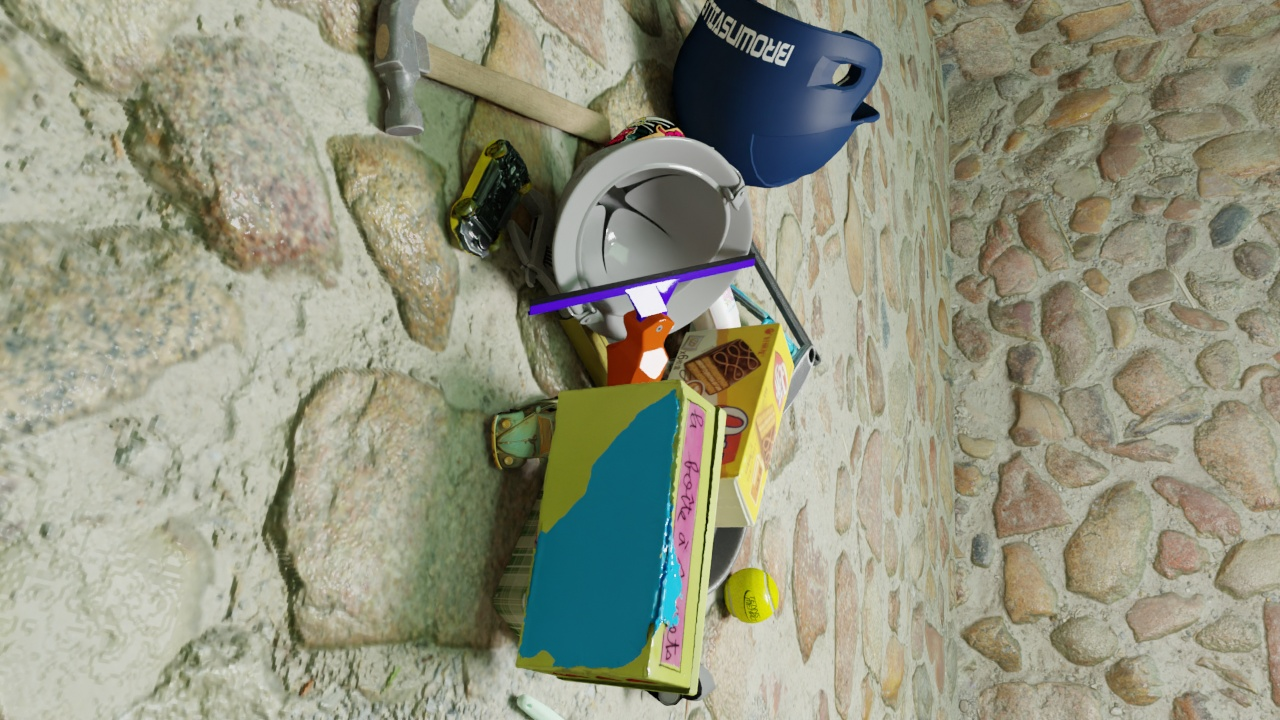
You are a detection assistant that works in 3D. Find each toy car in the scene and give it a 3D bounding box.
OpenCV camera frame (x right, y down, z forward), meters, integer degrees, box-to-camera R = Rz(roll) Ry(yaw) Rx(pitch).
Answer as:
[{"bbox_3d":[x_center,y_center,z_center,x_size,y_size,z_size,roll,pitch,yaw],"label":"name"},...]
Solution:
[{"bbox_3d":[-0.121,-0.130,0.733,0.049,0.030,0.106,55,47,-45],"label":"toy car"},{"bbox_3d":[-0.078,0.058,0.763,0.111,0.047,0.047,-17,104,-62],"label":"toy car"}]

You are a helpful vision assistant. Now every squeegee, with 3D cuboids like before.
[{"bbox_3d":[-0.005,0.005,0.831,0.249,0.055,0.185,-16,140,-37],"label":"squeegee"}]

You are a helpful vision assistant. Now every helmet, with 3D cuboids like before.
[{"bbox_3d":[0.162,-0.319,1.101,0.271,0.232,0.224,-16,139,-42],"label":"helmet"},{"bbox_3d":[-0.012,-0.129,0.808,0.117,0.183,0.271,53,4,30],"label":"helmet"}]

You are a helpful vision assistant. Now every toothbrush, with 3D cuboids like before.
[{"bbox_3d":[-0.064,0.314,0.779,0.022,0.015,0.155,-48,135,-14],"label":"toothbrush"}]

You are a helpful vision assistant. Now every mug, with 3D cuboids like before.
[{"bbox_3d":[0.001,-0.174,0.927,0.098,0.082,0.118,-56,142,-51],"label":"mug"}]

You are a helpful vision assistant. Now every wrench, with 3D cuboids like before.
[{"bbox_3d":[0.158,-0.113,1.171,0.073,0.018,0.273,-12,72,-58],"label":"wrench"},{"bbox_3d":[-0.056,-0.038,0.853,0.273,0.018,0.083,62,31,-36],"label":"wrench"}]

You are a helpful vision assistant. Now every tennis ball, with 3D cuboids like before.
[{"bbox_3d":[0.134,0.285,1.111,0.065,0.065,0.065,19,68,-60],"label":"tennis ball"}]

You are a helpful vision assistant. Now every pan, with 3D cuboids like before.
[{"bbox_3d":[0.110,0.104,1.038,0.355,0.055,0.187,-56,136,-34],"label":"pan"}]

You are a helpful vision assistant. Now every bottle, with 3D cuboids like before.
[{"bbox_3d":[0.066,-0.087,0.984,0.051,0.051,0.146,-58,134,-49],"label":"bottle"}]

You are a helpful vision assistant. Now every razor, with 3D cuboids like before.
[{"bbox_3d":[0.039,0.323,0.939,0.060,0.057,0.156,65,9,27],"label":"razor"}]

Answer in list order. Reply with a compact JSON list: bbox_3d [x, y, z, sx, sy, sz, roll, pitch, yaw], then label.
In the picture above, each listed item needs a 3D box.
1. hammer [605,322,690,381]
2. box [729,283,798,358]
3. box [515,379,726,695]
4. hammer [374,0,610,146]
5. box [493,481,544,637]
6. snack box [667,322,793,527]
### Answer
[{"bbox_3d":[0.032,-0.111,1.022,0.217,0.037,0.299,44,47,-51],"label":"hammer"},{"bbox_3d":[0.128,-0.021,1.158,0.121,0.098,0.226,45,6,19],"label":"box"},{"bbox_3d":[-0.012,0.132,0.695,0.081,0.125,0.220,35,53,-51],"label":"box"},{"bbox_3d":[-0.106,-0.227,0.785,0.330,0.031,0.119,-4,89,-62],"label":"hammer"},{"bbox_3d":[-0.050,0.158,0.801,0.118,0.050,0.204,63,35,-34],"label":"box"},{"bbox_3d":[0.076,0.058,0.898,0.229,0.110,0.062,-66,143,-47],"label":"snack box"}]
